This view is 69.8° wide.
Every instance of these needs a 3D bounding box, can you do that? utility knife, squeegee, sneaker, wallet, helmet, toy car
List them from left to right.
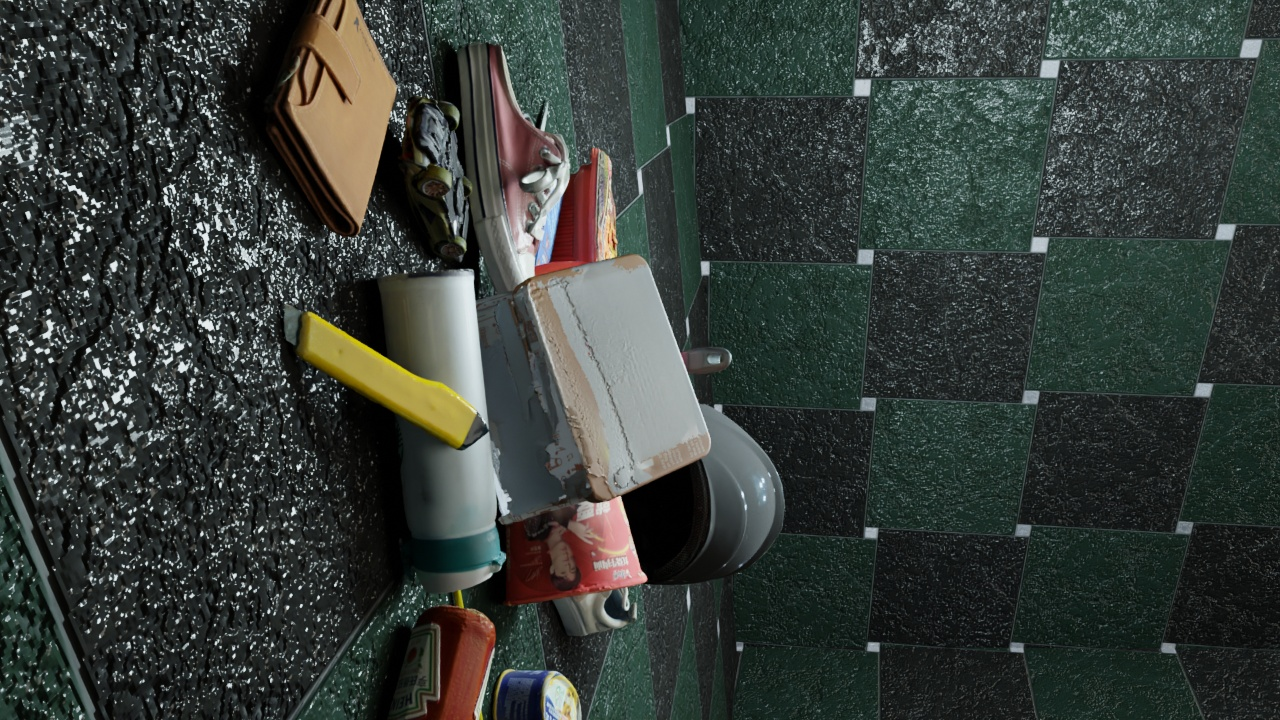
[{"bbox_3d":[-0.190,-0.163,0.563,0.119,0.035,0.130,83,9,-57],"label":"wallet"},{"bbox_3d":[-0.157,0.013,0.572,0.164,0.015,0.033,40,64,-40],"label":"utility knife"},{"bbox_3d":[-0.155,-0.133,0.703,0.158,0.042,0.070,91,0,-64],"label":"toy car"},{"bbox_3d":[-0.106,-0.165,0.818,0.118,0.088,0.241,-148,-129,-87],"label":"sneaker"},{"bbox_3d":[-0.057,0.228,1.027,0.089,0.091,0.242,-83,166,-48],"label":"sneaker"},{"bbox_3d":[-0.006,0.006,0.955,0.040,0.250,0.247,2,85,-52],"label":"squeegee"},{"bbox_3d":[0.048,0.166,1.184,0.275,0.230,0.234,41,-65,60],"label":"helmet"}]

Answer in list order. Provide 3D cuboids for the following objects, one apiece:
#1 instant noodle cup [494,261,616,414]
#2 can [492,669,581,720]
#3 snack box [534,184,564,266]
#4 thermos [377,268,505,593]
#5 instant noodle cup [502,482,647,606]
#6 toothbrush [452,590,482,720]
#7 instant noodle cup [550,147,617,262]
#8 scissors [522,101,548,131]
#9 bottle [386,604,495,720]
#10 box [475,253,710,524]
[{"bbox_3d":[-0.065,0.003,0.886,0.066,0.193,0.193,128,-32,-59],"label":"instant noodle cup"},{"bbox_3d":[-0.097,0.341,0.884,0.148,0.049,0.074,73,18,-56],"label":"can"},{"bbox_3d":[-0.104,-0.145,0.958,0.085,0.026,0.156,96,2,-66],"label":"snack box"},{"bbox_3d":[-0.142,0.050,0.649,0.073,0.073,0.224,-24,109,-79],"label":"thermos"},{"bbox_3d":[-0.070,0.169,0.877,0.138,0.138,0.108,43,37,-76],"label":"instant noodle cup"},{"bbox_3d":[-0.141,0.237,0.755,0.015,0.017,0.190,-49,135,-75],"label":"toothbrush"},{"bbox_3d":[-0.066,-0.145,1.091,0.189,0.079,0.164,68,21,-75],"label":"instant noodle cup"},{"bbox_3d":[-0.116,-0.249,1.049,0.175,0.014,0.159,50,39,-75],"label":"scissors"},{"bbox_3d":[-0.145,0.268,0.609,0.060,0.060,0.205,75,19,-50],"label":"bottle"},{"bbox_3d":[-0.045,0.017,0.740,0.153,0.181,0.182,171,-97,-86],"label":"box"}]
